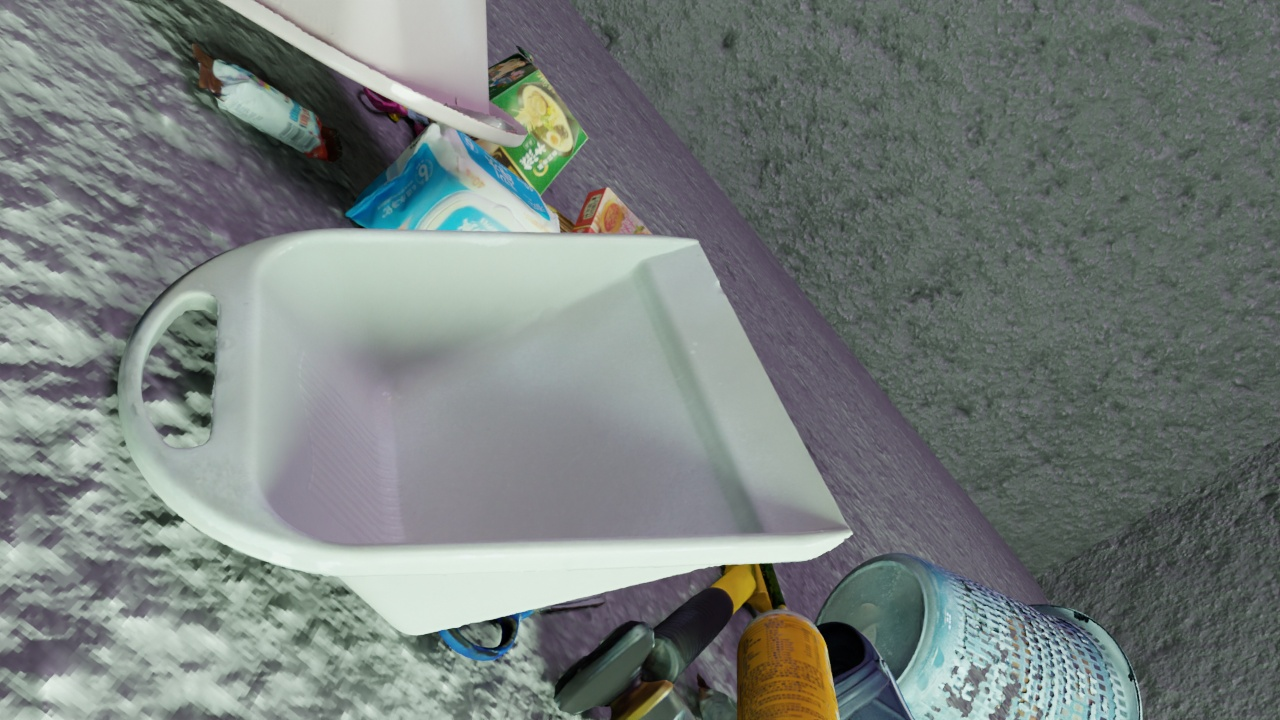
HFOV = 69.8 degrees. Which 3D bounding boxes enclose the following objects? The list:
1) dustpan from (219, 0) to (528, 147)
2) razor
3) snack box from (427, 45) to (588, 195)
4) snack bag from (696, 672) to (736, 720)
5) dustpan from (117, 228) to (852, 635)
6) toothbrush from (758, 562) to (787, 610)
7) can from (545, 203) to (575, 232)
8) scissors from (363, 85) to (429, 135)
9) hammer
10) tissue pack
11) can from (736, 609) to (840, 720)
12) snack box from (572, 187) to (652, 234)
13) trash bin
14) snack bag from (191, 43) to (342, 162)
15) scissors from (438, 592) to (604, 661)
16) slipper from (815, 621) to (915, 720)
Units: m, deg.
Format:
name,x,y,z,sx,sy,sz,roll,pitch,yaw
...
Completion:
name,x,y,z,sx,sy,sz,roll,pitch,yaw
dustpan,-0.215,-0.224,0.639,0.222,0.274,0.139,-27,121,-70
razor,0.020,0.214,0.491,0.167,0.062,0.068,55,-16,-11
snack box,-0.115,-0.206,0.829,0.117,0.105,0.118,51,3,-36
snack bag,0.062,0.237,0.562,0.048,0.026,0.104,49,-3,-27
dustpan,-0.073,0.004,0.414,0.143,0.258,0.222,70,-1,-48
toothbrush,0.099,0.160,0.763,0.017,0.012,0.185,41,16,-23
can,-0.064,-0.088,0.879,0.148,0.049,0.074,37,22,-43
scissors,-0.202,-0.214,0.829,0.125,0.017,0.133,51,12,1
hammer,0.052,0.175,0.655,0.128,0.033,0.300,55,13,12
tissue pack,-0.129,-0.102,0.657,0.140,0.090,0.063,34,20,-48
can,0.084,0.202,0.526,0.058,0.058,0.145,51,12,-6
snack box,-0.038,-0.074,0.822,0.075,0.026,0.152,43,53,-37
trash bin,0.257,0.270,0.775,0.195,0.227,0.226,33,22,-17
snack bag,-0.240,-0.162,0.591,0.105,0.026,0.045,28,32,-51
scissors,-0.056,0.139,0.498,0.175,0.012,0.105,40,18,-39
slipper,0.131,0.248,0.610,0.095,0.105,0.252,51,16,-10
